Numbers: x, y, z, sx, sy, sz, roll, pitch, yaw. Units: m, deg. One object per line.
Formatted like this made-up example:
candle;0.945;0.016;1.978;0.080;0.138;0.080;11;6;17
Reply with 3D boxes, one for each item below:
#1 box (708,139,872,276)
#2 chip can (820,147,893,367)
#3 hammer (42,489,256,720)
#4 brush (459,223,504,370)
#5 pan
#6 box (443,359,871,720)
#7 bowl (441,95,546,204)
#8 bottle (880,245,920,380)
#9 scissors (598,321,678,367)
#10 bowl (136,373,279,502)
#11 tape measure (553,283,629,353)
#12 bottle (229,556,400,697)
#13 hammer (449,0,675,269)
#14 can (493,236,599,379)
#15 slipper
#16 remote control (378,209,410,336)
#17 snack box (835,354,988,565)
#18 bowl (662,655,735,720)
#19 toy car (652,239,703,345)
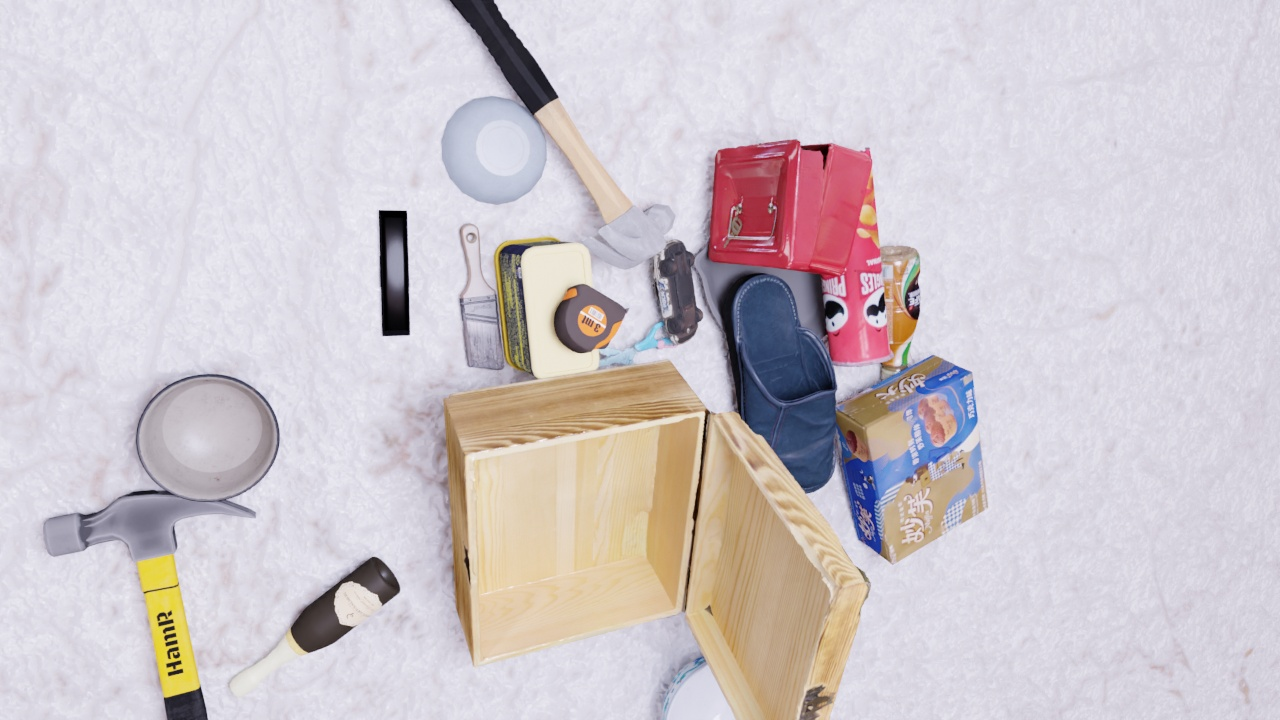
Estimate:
box;0.148;-0.155;0.931;0.097;0.158;0.130;5;98;-27
chip can;0.232;-0.114;1.015;0.073;0.073;0.233;-13;102;-19
hammer;-0.429;0.278;0.857;0.169;0.034;0.324;-10;96;-21
brush;-0.164;-0.063;0.930;0.038;0.012;0.151;-8;101;-19
pan;0.149;-0.040;1.047;0.216;0.024;0.354;3;97;-22
box;0.004;0.206;0.827;0.285;0.336;0.280;-11;124;-22
bowl;-0.139;-0.207;0.901;0.106;0.039;0.106;-3;100;-21
bottle;0.301;-0.050;1.088;0.059;0.059;0.167;-14;112;-19
scissors;-0.009;0.008;0.984;0.142;0.015;0.095;-15;112;-34
bowl;-0.391;0.065;0.837;0.115;0.059;0.115;-3;100;-21
tape measure;-0.050;-0.036;0.851;0.058;0.038;0.058;30;73;-23
bottle;-0.324;0.268;0.904;0.184;0.045;0.045;-37;110;-4
hammer;-0.083;-0.234;0.895;0.039;0.130;0.328;-28;104;32
can;-0.092;-0.052;0.909;0.075;0.104;0.135;-9;101;-20
slipper;0.167;0.035;1.008;0.108;0.083;0.266;-22;108;-19
remote control;-0.240;-0.085;0.897;0.028;0.012;0.124;-3;99;-21
snack box;0.325;0.119;1.098;0.155;0.069;0.203;-25;118;-15
bowl;0.082;0.397;1.064;0.143;0.074;0.144;-3;100;-21
toy car;0.036;-0.073;0.989;0.048;0.041;0.113;-28;114;-47
